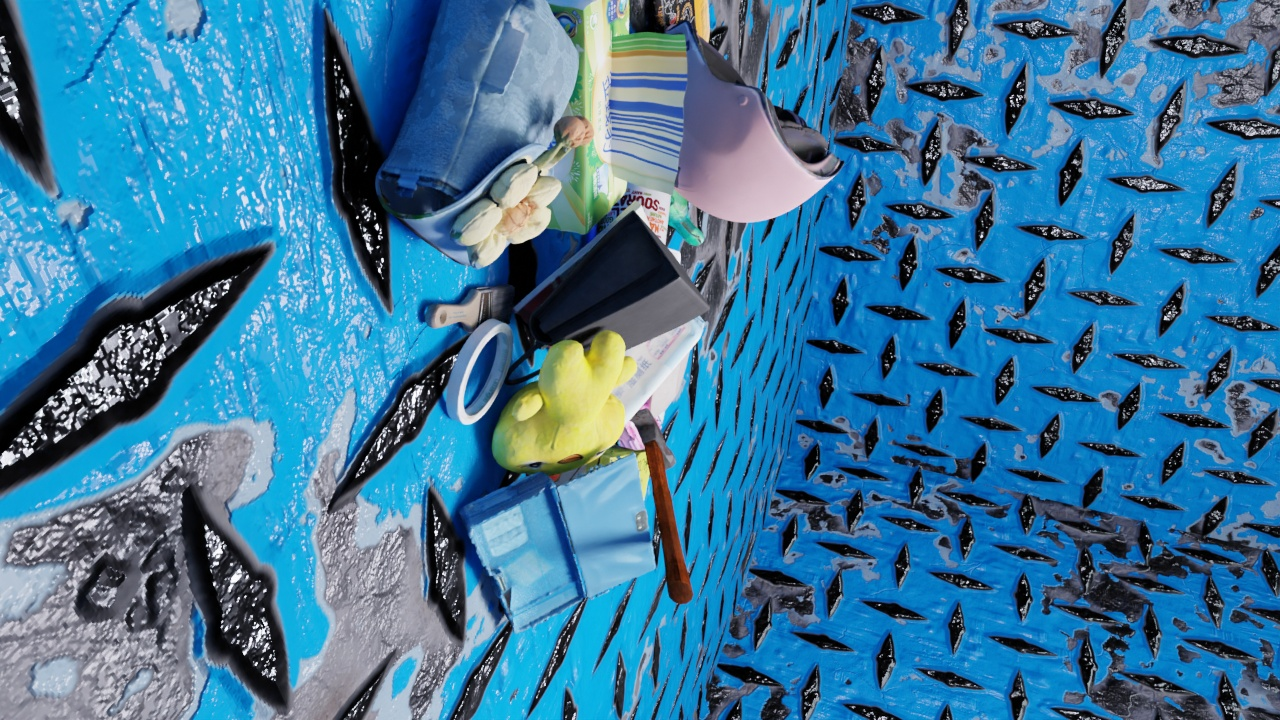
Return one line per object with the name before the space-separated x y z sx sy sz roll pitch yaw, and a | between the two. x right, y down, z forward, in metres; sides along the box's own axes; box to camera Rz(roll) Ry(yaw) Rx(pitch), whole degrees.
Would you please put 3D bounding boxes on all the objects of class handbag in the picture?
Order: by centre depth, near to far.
handbag | -0.096 -0.158 0.632 0.122 0.119 0.191 47 62 -71
handbag | -0.046 -0.034 0.863 0.196 0.072 0.175 -35 168 8

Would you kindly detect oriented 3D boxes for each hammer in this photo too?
hammer | 0.025 0.156 1.030 0.300 0.028 0.111 -101 167 -60

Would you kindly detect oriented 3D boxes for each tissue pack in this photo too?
tissue pack | -0.031 -0.210 0.768 0.120 0.141 0.198 -60 157 -46
tissue pack | -0.006 0.006 1.054 0.181 0.070 0.112 -49 -178 -8

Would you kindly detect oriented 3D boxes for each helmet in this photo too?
helmet | 0.090 -0.255 1.025 0.153 0.255 0.229 -46 150 24

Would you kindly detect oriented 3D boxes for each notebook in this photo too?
notebook | -0.041 -0.067 0.924 0.153 0.012 0.209 -41 163 -2

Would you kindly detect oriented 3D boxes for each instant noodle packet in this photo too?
instant noodle packet | 0.049 -0.420 1.088 0.221 0.032 0.159 80 30 -54

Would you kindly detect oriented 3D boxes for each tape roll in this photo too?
tape roll | -0.136 0.010 0.785 0.093 0.013 0.093 23 89 -78

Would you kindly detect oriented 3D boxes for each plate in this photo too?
plate | 0.049 -0.007 1.267 0.188 0.027 0.188 15 88 -83

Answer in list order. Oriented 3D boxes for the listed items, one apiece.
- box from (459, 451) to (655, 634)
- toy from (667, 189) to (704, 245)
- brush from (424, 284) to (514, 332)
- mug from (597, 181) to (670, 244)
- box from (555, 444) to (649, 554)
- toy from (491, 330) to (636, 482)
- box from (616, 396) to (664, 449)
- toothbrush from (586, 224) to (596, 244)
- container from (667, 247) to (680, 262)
box | -0.075 0.184 0.928 0.174 0.033 0.232 -22 140 -13
toy | 0.031 -0.200 1.143 0.130 0.072 0.193 65 7 11
brush | -0.139 -0.042 0.764 0.151 0.012 0.039 -26 127 -71
mug | -0.005 -0.146 1.020 0.105 0.073 0.089 15 81 -74
box | -0.051 0.161 1.108 0.221 0.081 0.124 22 80 -73
toy | -0.072 0.044 0.855 0.092 0.133 0.208 66 -30 22
box | 0.002 0.049 1.291 0.230 0.035 0.159 69 34 -63
toothbrush | -0.054 -0.150 0.979 0.016 0.018 0.183 -33 130 -69
container | 0.006 -0.105 1.150 0.129 0.049 0.081 -8 110 -73
